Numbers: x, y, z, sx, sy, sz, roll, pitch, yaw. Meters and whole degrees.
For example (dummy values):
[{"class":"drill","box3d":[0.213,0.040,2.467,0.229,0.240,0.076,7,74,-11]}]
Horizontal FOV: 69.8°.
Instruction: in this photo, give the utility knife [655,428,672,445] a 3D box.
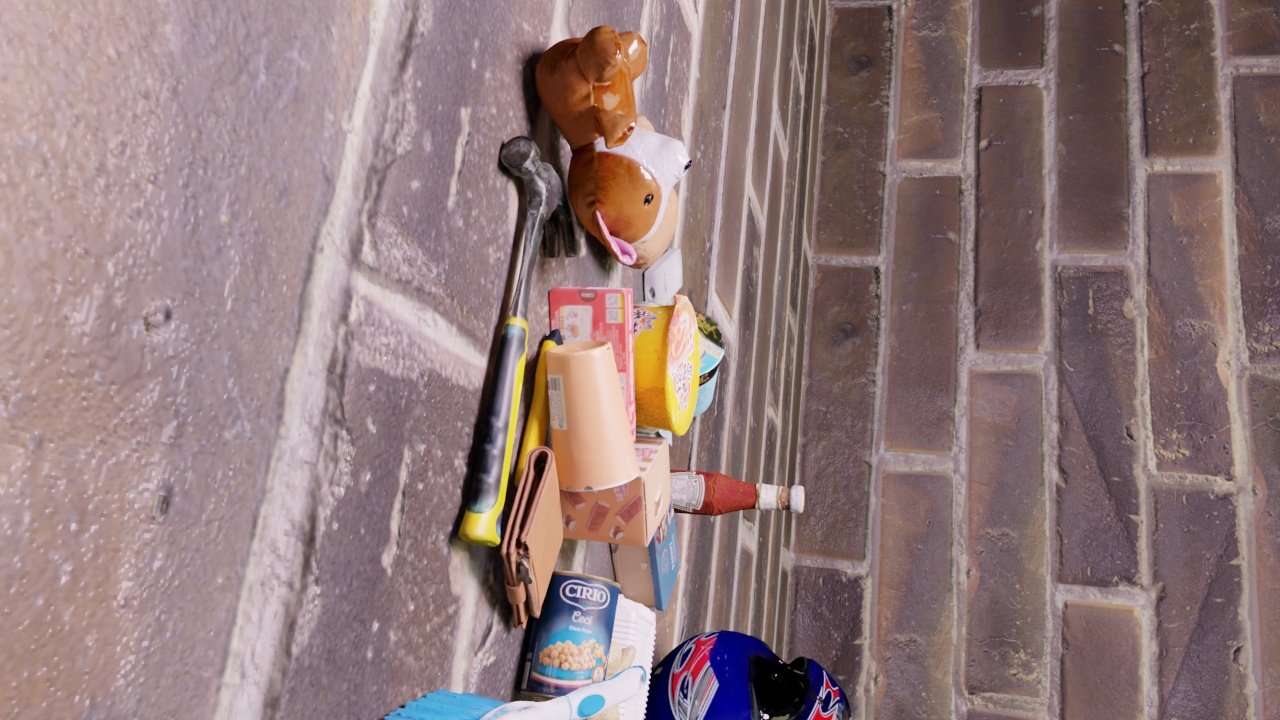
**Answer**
[{"class":"utility knife","box3d":[0.014,0.074,1.185,0.236,0.018,0.034,52,41,-64]}]

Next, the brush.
[{"class":"brush","box3d":[-0.088,0.272,0.698,0.314,0.109,0.060,20,71,-73]}]

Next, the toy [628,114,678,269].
[{"class":"toy","box3d":[-0.017,-0.192,0.949,0.226,0.083,0.143,64,28,-52]}]

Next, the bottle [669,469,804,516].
[{"class":"bottle","box3d":[0.104,0.171,1.173,0.059,0.206,0.060,2,89,-75]}]

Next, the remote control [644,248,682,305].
[{"class":"remote control","box3d":[0.031,-0.108,1.217,0.134,0.019,0.056,-53,142,-63]}]

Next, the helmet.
[{"class":"helmet","box3d":[0.116,0.469,1.183,0.248,0.240,0.314,-53,173,30]}]

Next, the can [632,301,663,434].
[{"class":"can","box3d":[-0.004,0.009,1.045,0.058,0.058,0.147,20,72,-73]}]

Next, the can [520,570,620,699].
[{"class":"can","box3d":[-0.064,0.256,0.840,0.075,0.075,0.111,59,37,-62]}]

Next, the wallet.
[{"class":"wallet","box3d":[-0.091,0.154,0.780,0.132,0.031,0.107,89,11,-48]}]

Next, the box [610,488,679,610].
[{"class":"box","box3d":[0.005,0.216,1.100,0.089,0.061,0.184,-64,150,-53]}]

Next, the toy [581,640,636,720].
[{"class":"toy","box3d":[-0.050,0.294,0.917,0.105,0.066,0.157,7,76,-61]}]

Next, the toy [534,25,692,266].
[{"class":"toy","box3d":[-0.019,-0.190,0.819,0.139,0.131,0.200,-47,133,-67]}]

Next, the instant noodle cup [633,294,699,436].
[{"class":"instant noodle cup","box3d":[-0.006,0.006,0.945,0.138,0.110,0.138,3,89,-73]}]

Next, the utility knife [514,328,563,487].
[{"class":"utility knife","box3d":[-0.092,0.047,0.821,0.033,0.015,0.163,52,44,-57]}]

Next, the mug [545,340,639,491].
[{"class":"mug","box3d":[-0.048,0.047,0.818,0.078,0.078,0.123,-37,120,-69]}]

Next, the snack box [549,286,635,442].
[{"class":"snack box","box3d":[-0.045,0.007,0.872,0.025,0.075,0.153,-38,128,-71]}]

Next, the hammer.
[{"class":"hammer","box3d":[-0.102,-0.011,0.751,0.126,0.032,0.322,51,44,-65]}]

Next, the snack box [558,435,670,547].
[{"class":"snack box","box3d":[-0.027,0.126,0.914,0.092,0.094,0.077,-49,139,-65]}]

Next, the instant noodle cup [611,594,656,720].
[{"class":"instant noodle cup","box3d":[-0.027,0.338,1.010,0.138,0.060,0.173,58,36,-63]}]

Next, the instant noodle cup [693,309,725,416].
[{"class":"instant noodle cup","box3d":[0.052,0.012,1.180,0.121,0.111,0.111,85,15,-54]}]
